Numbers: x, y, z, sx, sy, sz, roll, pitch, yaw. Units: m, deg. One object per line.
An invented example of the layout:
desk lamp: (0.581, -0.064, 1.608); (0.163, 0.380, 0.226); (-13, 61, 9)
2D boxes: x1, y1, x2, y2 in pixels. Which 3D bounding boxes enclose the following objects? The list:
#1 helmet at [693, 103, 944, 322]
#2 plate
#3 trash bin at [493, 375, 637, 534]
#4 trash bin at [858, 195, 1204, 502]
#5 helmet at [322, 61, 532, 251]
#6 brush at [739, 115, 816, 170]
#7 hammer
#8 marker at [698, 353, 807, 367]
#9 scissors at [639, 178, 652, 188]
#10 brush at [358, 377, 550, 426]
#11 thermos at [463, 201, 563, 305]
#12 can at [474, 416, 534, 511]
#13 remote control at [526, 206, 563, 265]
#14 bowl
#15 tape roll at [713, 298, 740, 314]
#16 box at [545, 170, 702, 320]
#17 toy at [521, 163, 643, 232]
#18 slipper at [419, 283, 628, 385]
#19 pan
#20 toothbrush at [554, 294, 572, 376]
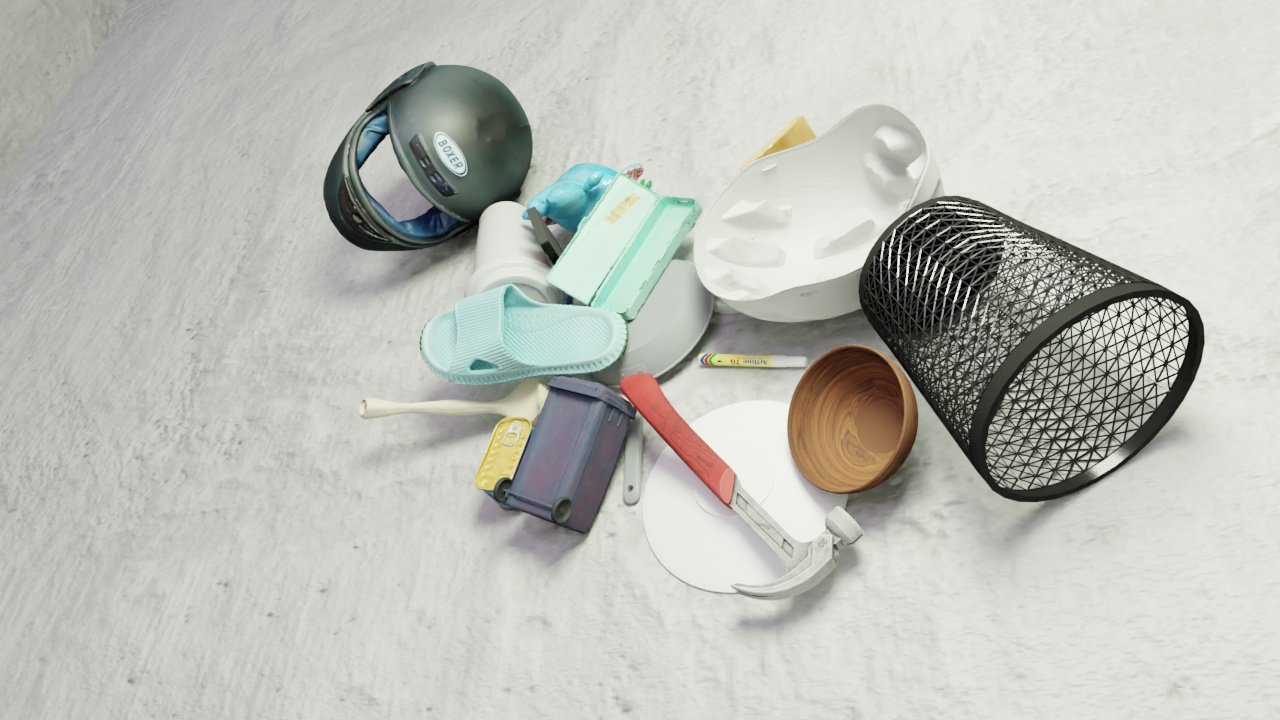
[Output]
helmet: (0.197, -0.148, 1.034); (0.282, 0.184, 0.223); (-19, 42, 5)
plate: (0.103, 0.131, 0.971); (0.230, 0.030, 0.228); (-15, 49, 18)
trash bin: (-0.079, 0.103, 1.033); (0.094, 0.092, 0.160); (12, 76, 37)
trash bin: (0.338, -0.030, 0.860); (0.217, 0.217, 0.243); (-33, 39, 2)
helmet: (-0.299, -0.308, 1.373); (0.237, 0.249, 0.315); (-12, 28, 42)
brush: (0.185, -0.276, 1.239); (0.117, 0.049, 0.039); (-42, 24, -6)
hammer: (0.073, 0.115, 0.948); (0.126, 0.036, 0.315); (-42, 53, -4)
marker: (0.130, 0.000, 1.072); (0.132, 0.014, 0.014); (2, 56, 30)
scissors: (-0.022, -0.217, 1.331); (0.071, 0.014, 0.130); (5, 59, 32)
brush: (-0.228, 0.058, 1.156); (0.272, 0.077, 0.062); (-3, 58, 12)
thermos: (-0.181, -0.133, 1.281); (0.131, 0.131, 0.221); (-25, 39, 9)
can: (-0.151, 0.124, 1.097); (0.054, 0.059, 0.099); (0, 56, 29)
remote control: (-0.117, -0.148, 1.211); (0.013, 0.133, 0.058); (-24, 67, 3)
bowl: (0.223, 0.063, 0.916); (0.148, 0.068, 0.147); (-22, 62, 48)
tape roll: (0.120, -0.101, 1.154); (0.094, 0.019, 0.093); (-15, 50, 18)
box: (-0.019, -0.146, 1.178); (0.138, 0.057, 0.186); (24, 71, 27)
toy: (-0.083, -0.213, 1.263); (0.184, 0.115, 0.180); (-21, 8, 27)
slipper: (-0.151, -0.031, 1.117); (0.276, 0.069, 0.115); (-2, 67, 15)
pan: (-0.007, 0.007, 1.119); (0.201, 0.051, 0.355); (-16, 48, 26)
toothbrush: (-0.097, -0.047, 1.234); (0.016, 0.017, 0.189); (-11, 52, 21)
